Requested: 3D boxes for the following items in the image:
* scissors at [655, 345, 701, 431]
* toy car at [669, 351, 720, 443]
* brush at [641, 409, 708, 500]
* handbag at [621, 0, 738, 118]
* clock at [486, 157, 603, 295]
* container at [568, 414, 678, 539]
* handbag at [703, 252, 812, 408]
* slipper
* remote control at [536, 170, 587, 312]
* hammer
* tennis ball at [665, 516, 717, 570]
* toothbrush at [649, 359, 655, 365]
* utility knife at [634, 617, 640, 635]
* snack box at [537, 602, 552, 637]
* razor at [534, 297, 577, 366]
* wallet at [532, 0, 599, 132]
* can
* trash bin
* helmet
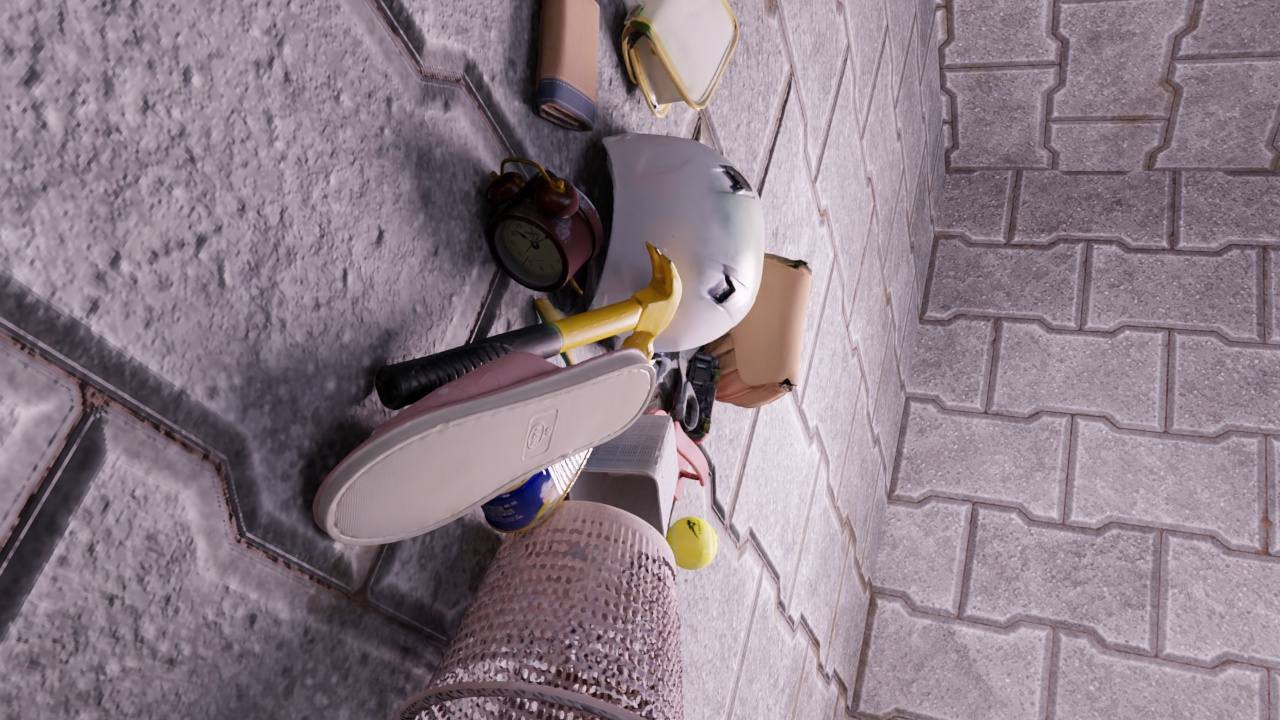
[{"bbox_3d":[0.046,0.003,1.084,0.159,0.014,0.178,9,64,-51],"label":"scissors"},{"bbox_3d":[0.066,0.047,1.128,0.045,0.053,0.120,104,0,-61],"label":"toy car"},{"bbox_3d":[0.032,0.103,1.043,0.146,0.069,0.063,61,41,-52],"label":"brush"},{"bbox_3d":[0.022,-0.361,0.946,0.179,0.063,0.163,54,45,-36],"label":"handbag"},{"bbox_3d":[-0.079,-0.109,0.731,0.055,0.082,0.122,-54,146,-38],"label":"clock"},{"bbox_3d":[-0.012,0.113,0.913,0.114,0.090,0.090,-66,154,-58],"label":"container"},{"bbox_3d":[0.143,-0.043,1.177,0.099,0.148,0.204,15,78,-34],"label":"handbag"},{"bbox_3d":[-0.104,0.048,0.656,0.273,0.054,0.114,-22,140,-33],"label":"slipper"},{"bbox_3d":[-0.068,-0.105,0.826,0.053,0.024,0.136,-57,145,-46],"label":"remote control"},{"bbox_3d":[-0.071,-0.018,0.722,0.299,0.033,0.129,-21,144,-45],"label":"hammer"},{"bbox_3d":[0.063,0.228,1.147,0.065,0.065,0.065,6,90,-66],"label":"tennis ball"},{"bbox_3d":[-0.006,0.006,0.988,0.220,0.026,0.027,-48,138,-53],"label":"toothbrush"},{"bbox_3d":[-0.012,0.235,1.040,0.033,0.015,0.192,-40,131,-53],"label":"utility knife"},{"bbox_3d":[-0.055,0.221,0.928,0.157,0.026,0.084,-1,97,-66],"label":"snack box"},{"bbox_3d":[-0.072,-0.001,0.843,0.043,0.028,0.133,-53,140,-44],"label":"razor"},{"bbox_3d":[-0.062,-0.264,0.795,0.090,0.033,0.115,2,93,-69],"label":"wallet"},{"bbox_3d":[-0.087,0.072,0.763,0.147,0.075,0.049,-61,144,-42],"label":"can"},{"bbox_3d":[-0.056,0.230,0.732,0.191,0.228,0.228,-78,158,-45],"label":"trash bin"},{"bbox_3d":[0.054,-0.114,0.931,0.258,0.146,0.229,31,64,-69],"label":"helmet"}]
